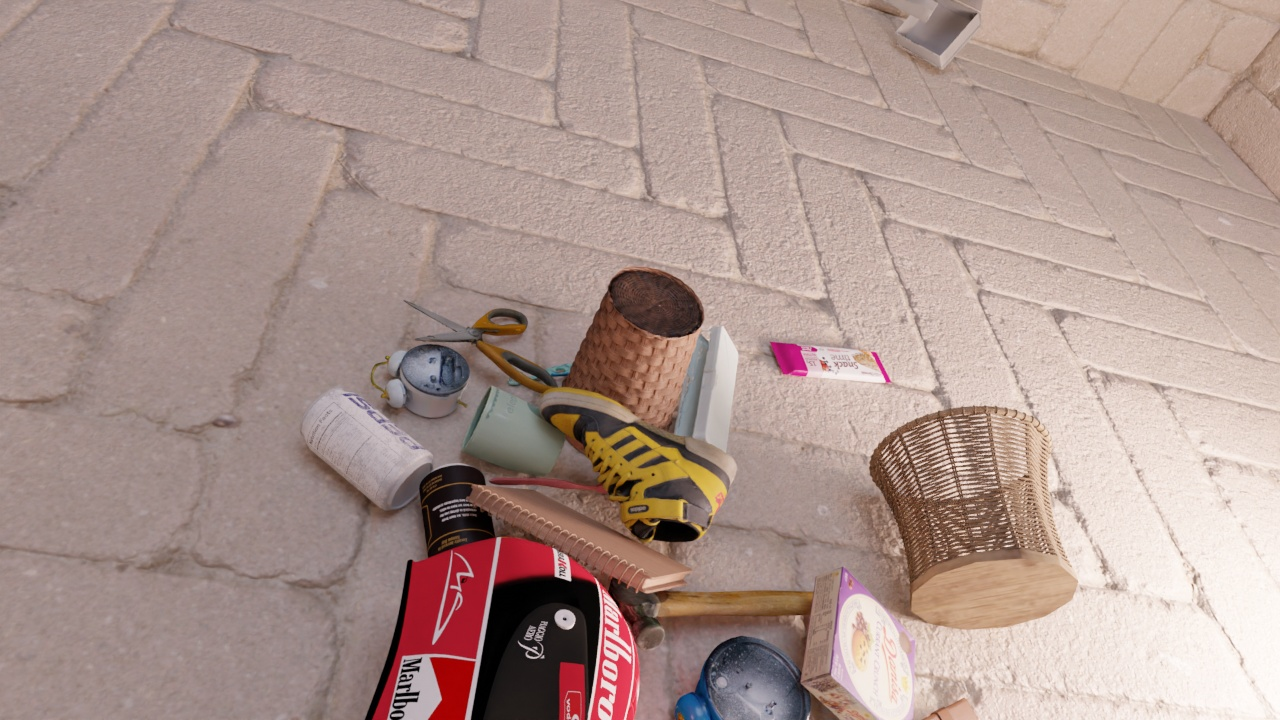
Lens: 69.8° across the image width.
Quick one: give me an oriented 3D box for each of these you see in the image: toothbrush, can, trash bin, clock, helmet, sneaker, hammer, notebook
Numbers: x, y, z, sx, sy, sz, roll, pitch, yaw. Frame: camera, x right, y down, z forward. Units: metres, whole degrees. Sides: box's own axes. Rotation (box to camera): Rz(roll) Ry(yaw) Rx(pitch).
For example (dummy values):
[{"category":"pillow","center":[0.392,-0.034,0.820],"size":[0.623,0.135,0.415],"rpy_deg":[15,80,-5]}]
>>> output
[{"category":"toothbrush","center":[-0.097,0.141,1.062],"size":[0.184,0.015,0.015],"rpy_deg":[9,36,-41]},{"category":"toothbrush","center":[-0.114,0.016,1.219],"size":[0.135,0.017,0.022],"rpy_deg":[-9,44,-32]},{"category":"can","center":[-0.298,0.096,1.001],"size":[0.136,0.078,0.078],"rpy_deg":[36,42,13]},{"category":"trash bin","center":[-0.007,0.007,1.132],"size":[0.151,0.211,0.151],"rpy_deg":[13,43,-13]},{"category":"can","center":[-0.192,0.176,0.971],"size":[0.071,0.072,0.128],"rpy_deg":[2,46,-24]},{"category":"clock","center":[-0.265,0.023,1.110],"size":[0.117,0.057,0.083],"rpy_deg":[9,44,-16]},{"category":"helmet","center":[-0.114,0.283,0.796],"size":[0.224,0.198,0.270],"rpy_deg":[12,36,-9]},{"category":"sneaker","center":[-0.019,0.124,1.021],"size":[0.238,0.086,0.121],"rpy_deg":[21,53,3]},{"category":"hammer","center":[0.114,0.270,1.026],"size":[0.330,0.033,0.132],"rpy_deg":[8,13,-28]},{"category":"clock","center":[0.100,0.357,0.930],"size":[0.117,0.060,0.161],"rpy_deg":[40,45,16]},{"category":"notebook","center":[-0.061,0.182,0.952],"size":[0.210,0.022,0.169],"rpy_deg":[23,-2,20]}]

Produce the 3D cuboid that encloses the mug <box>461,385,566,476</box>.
[{"category":"mug","center":[-0.148,0.083,1.093],"size":[0.104,0.084,0.111],"rpy_deg":[25,11,-14]}]

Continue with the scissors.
[{"category":"scissors","center":[-0.192,-0.021,1.174],"size":[0.226,0.016,0.224],"rpy_deg":[42,25,19]}]

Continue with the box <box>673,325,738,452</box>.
[{"category":"box","center":[0.094,0.047,1.215],"size":[0.085,0.071,0.198],"rpy_deg":[28,49,-21]}]

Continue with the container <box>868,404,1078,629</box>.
[{"category":"container","center":[0.412,0.199,1.130],"size":[0.226,0.228,0.195],"rpy_deg":[13,49,-13]}]

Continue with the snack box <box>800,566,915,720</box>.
[{"category":"snack box","center":[0.241,0.326,0.997],"size":[0.148,0.041,0.143],"rpy_deg":[45,37,-19]}]

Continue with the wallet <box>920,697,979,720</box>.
[{"category":"wallet","center":[0.345,0.418,0.988],"size":[0.120,0.013,0.087],"rpy_deg":[2,52,-45]}]

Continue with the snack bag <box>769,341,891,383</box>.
[{"category":"snack bag","center":[0.298,0.003,1.429],"size":[0.196,0.016,0.070],"rpy_deg":[5,46,-21]}]

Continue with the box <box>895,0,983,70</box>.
[{"category":"box","center":[0.850,-1.003,2.441],"size":[0.149,0.414,0.167],"rpy_deg":[-18,49,-42]}]
